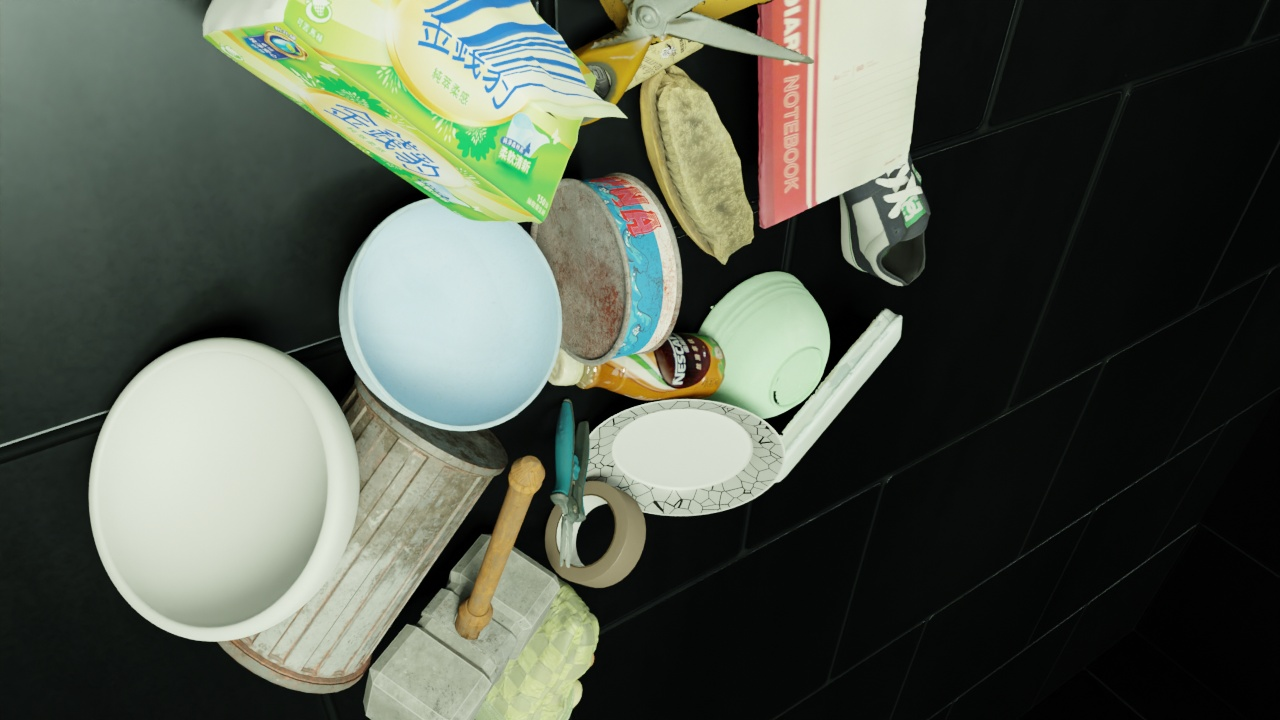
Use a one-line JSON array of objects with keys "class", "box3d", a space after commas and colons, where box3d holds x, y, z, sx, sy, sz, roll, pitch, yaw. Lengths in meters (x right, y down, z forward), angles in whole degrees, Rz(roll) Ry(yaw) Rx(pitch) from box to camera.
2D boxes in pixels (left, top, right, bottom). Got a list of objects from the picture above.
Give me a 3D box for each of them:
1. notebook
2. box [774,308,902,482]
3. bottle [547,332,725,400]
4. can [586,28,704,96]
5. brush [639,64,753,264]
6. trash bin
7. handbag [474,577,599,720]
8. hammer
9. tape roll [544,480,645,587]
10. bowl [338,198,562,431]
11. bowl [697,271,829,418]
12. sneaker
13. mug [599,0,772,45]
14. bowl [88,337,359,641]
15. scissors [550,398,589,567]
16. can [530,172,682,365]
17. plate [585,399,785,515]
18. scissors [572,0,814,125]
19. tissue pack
[{"class": "notebook", "box3d": [0.149, -0.211, 0.681, 0.152, 0.012, 0.209, -27, 137, -18]}, {"class": "box", "box3d": [0.199, 0.046, 0.958, 0.209, 0.037, 0.189, -50, 161, 0]}, {"class": "bottle", "box3d": [-0.005, 0.005, 0.778, 0.166, 0.059, 0.059, 1, 122, -38]}, {"class": "can", "box3d": [0.003, -0.211, 0.619, 0.079, 0.038, 0.038, -34, 139, -15]}, {"class": "brush", "box3d": [0.046, -0.144, 0.709, 0.059, 0.043, 0.195, -39, 141, -8]}, {"class": "trash bin", "box3d": [-0.204, 0.122, 0.650, 0.211, 0.131, 0.130, -54, 140, 7]}, {"class": "handbag", "box3d": [-0.097, 0.305, 0.912, 0.116, 0.113, 0.187, 11, 114, -54]}, {"class": "hammer", "box3d": [-0.114, 0.163, 0.684, 0.162, 0.083, 0.319, -51, 170, -43]}, {"class": "tape roll", "box3d": [-0.042, 0.160, 0.848, 0.094, 0.094, 0.030, -51, 140, 5]}, {"class": "bowl", "box3d": [-0.135, -0.028, 0.607, 0.150, 0.075, 0.150, 4, 85, -40]}, {"class": "bowl", "box3d": [0.124, -0.002, 0.871, 0.150, 0.077, 0.151, -23, 135, -26]}, {"class": "sneaker", "box3d": [0.220, -0.159, 0.820, 0.084, 0.079, 0.235, -36, 139, -10]}, {"class": "mug", "box3d": [0.020, -0.263, 0.556, 0.094, 0.101, 0.124, -28, 96, -18]}, {"class": "bowl", "box3d": [-0.243, 0.076, 0.563, 0.177, 0.176, 0.066, -51, 165, 6]}, {"class": "scissors", "box3d": [-0.061, 0.096, 0.766, 0.019, 0.144, 0.126, -12, -177, 18]}, {"class": "can", "box3d": [-0.027, -0.064, 0.644, 0.044, 0.130, 0.130, -14, 131, -33]}, {"class": "plate", "box3d": [0.039, 0.088, 0.856, 0.188, 0.016, 0.189, 0, 139, 0]}, {"class": "scissors", "box3d": [-0.012, -0.194, 0.537, 0.217, 0.225, 0.016, 105, 8, -61]}, {"class": "tissue pack", "box3d": [-0.094, -0.160, 0.477, 0.197, 0.142, 0.120, 24, 79, -51]}]
